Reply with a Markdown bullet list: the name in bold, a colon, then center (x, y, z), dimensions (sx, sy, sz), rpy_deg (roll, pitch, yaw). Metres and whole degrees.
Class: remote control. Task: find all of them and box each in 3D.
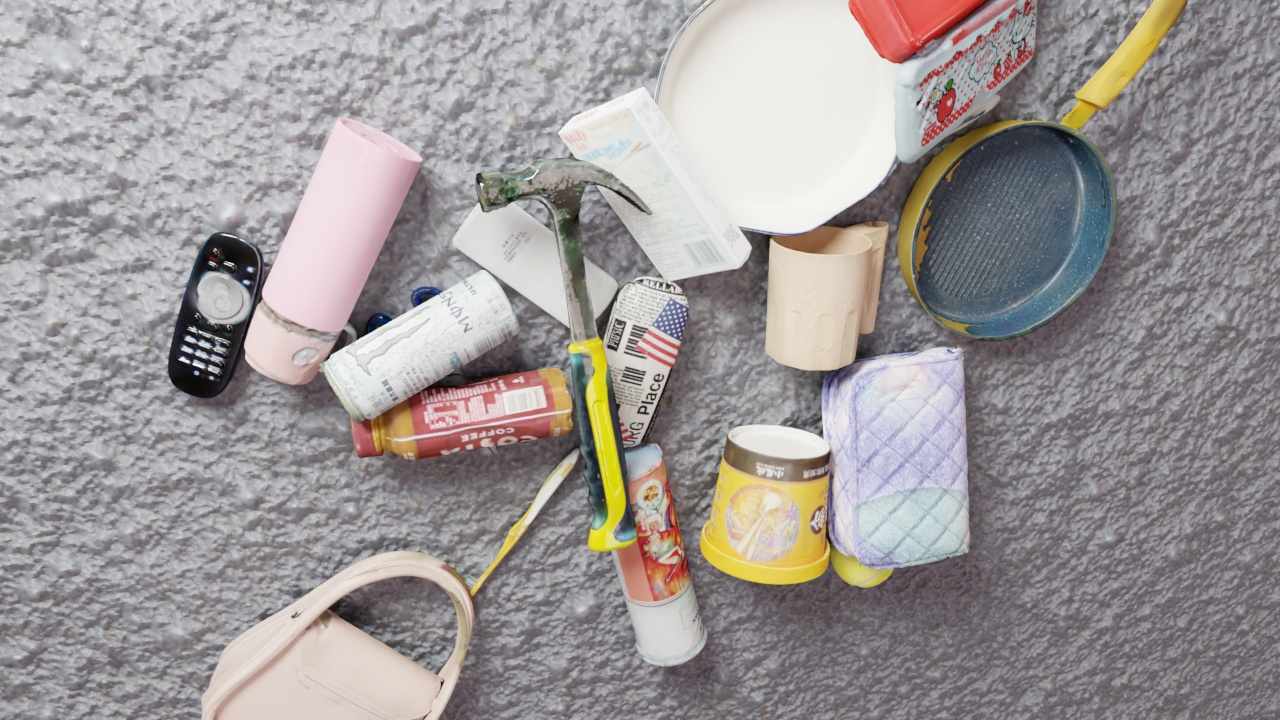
- **remote control**: center (-0.324, -0.035, 0.704), dimensions (0.053, 0.024, 0.136), rpy_deg (22, 107, -10)
- **remote control**: center (-0.083, -0.078, 0.747), dimensions (0.135, 0.019, 0.056), rpy_deg (35, 101, -24)

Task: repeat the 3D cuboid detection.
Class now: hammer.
- **hammer**: center (-0.038, 0.003, 0.723), dimensions (0.126, 0.032, 0.323), rpy_deg (-13, 110, -12)

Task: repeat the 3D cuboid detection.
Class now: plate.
- **plate**: center (0.110, -0.200, 0.718), dimensions (0.205, 0.045, 0.205), rpy_deg (-4, 118, -8)

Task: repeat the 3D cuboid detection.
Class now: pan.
- **pan**: center (0.358, -0.178, 0.777), dimensions (0.197, 0.078, 0.358), rpy_deg (16, 109, -20)

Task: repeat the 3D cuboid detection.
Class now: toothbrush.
- **toothbrush**: center (0.224, -0.175, 0.780), dimensions (0.191, 0.018, 0.016), rpy_deg (-30, 118, 1)
- **toothbrush**: center (-0.114, 0.152, 0.844), dimensions (0.018, 0.016, 0.191), rpy_deg (34, 103, -15)

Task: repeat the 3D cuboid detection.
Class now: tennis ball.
- **tennis ball**: center (0.222, 0.192, 0.915), dimensions (0.065, 0.065, 0.065), rpy_deg (-5, 114, -12)

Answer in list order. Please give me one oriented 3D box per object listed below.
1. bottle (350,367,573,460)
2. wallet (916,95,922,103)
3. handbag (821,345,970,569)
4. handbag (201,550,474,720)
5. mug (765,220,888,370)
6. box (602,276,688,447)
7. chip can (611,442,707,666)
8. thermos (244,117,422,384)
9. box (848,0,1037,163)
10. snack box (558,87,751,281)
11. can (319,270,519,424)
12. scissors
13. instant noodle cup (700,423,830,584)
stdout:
- **bottle**: center (-0.146, 0.046, 0.754), dimensions (0.174, 0.057, 0.057), rpy_deg (-9, 115, -14)
- **wallet**: center (0.189, -0.263, 0.733), dimensions (0.096, 0.020, 0.122), rpy_deg (-9, 116, -4)
- **handbag**: center (0.238, 0.088, 0.846), dimensions (0.134, 0.075, 0.194), rpy_deg (-5, 99, -15)
- **handbag**: center (-0.252, 0.274, 0.830), dimensions (0.193, 0.093, 0.234), rpy_deg (41, 94, -25)
- **mug**: center (0.164, -0.059, 0.791), dimensions (0.124, 0.084, 0.104), rpy_deg (-18, 121, -35)
- **box**: center (-0.005, 0.003, 0.793), dimensions (0.068, 0.052, 0.164), rpy_deg (5, 119, -27)
- **chip can**: center (0.007, 0.181, 0.855), dimensions (0.071, 0.071, 0.215), rpy_deg (-17, 115, -6)
- **thermos**: center (-0.227, -0.076, 0.693), dimensions (0.087, 0.067, 0.199), rpy_deg (11, 113, -49)
- **box**: center (0.240, -0.258, 0.688), dimensions (0.200, 0.058, 0.161), rpy_deg (-40, 118, -27)
- **snack box**: center (0.012, -0.131, 0.713), dimensions (0.157, 0.085, 0.026), rpy_deg (52, 55, -26)
- **can**: center (-0.169, -0.011, 0.713), dimensions (0.146, 0.058, 0.058), rpy_deg (-31, 117, -13)
- **scissors**: center (-0.168, 0.019, 0.775), dimensions (0.132, 0.012, 0.173), rpy_deg (-6, 116, -13)
- **instant noodle cup**: center (0.119, 0.126, 0.838), dimensions (0.118, 0.118, 0.114), rpy_deg (1, 104, -14)
